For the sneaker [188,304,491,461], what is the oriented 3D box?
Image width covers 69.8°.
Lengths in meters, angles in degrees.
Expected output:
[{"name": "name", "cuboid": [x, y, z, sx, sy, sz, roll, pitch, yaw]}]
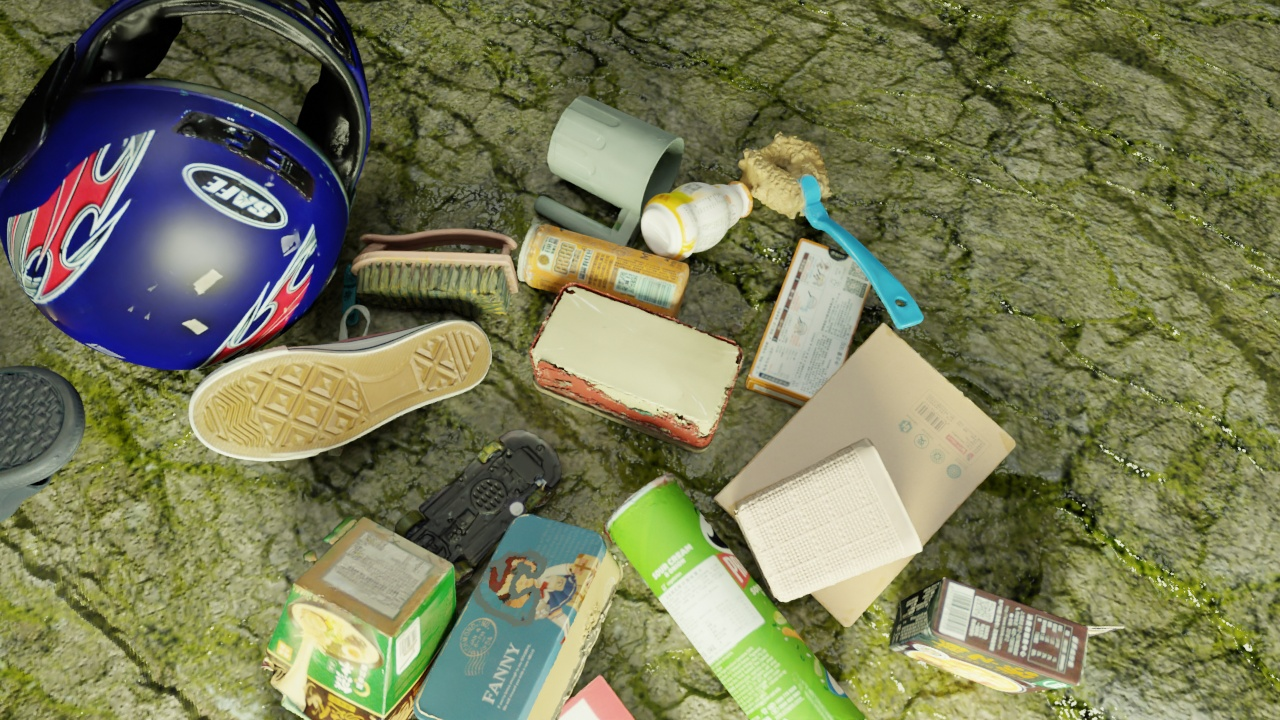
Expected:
[{"name": "sneaker", "cuboid": [-0.245, 0.018, 0.758, 0.240, 0.088, 0.118, -18, 100, -30]}]

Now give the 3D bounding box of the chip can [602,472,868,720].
[{"name": "chip can", "cuboid": [0.068, 0.198, 0.695, 0.072, 0.072, 0.236, -35, 72, -15]}]

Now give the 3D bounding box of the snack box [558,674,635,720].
[{"name": "snack box", "cuboid": [-0.043, 0.312, 0.657, 0.127, 0.044, 0.113, -37, 71, -14]}]

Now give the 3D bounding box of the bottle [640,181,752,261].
[{"name": "bottle", "cuboid": [0.054, -0.133, 0.841, 0.108, 0.063, 0.063, -27, 68, -32]}]

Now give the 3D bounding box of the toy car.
[{"name": "toy car", "cuboid": [-0.130, 0.123, 0.739, 0.158, 0.042, 0.070, -42, 74, -16]}]

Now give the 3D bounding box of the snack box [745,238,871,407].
[{"name": "snack box", "cuboid": [0.154, -0.033, 0.822, 0.075, 0.026, 0.153, 20, 68, 8]}]

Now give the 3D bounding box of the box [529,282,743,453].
[{"name": "box", "cuboid": [-0.004, 0.004, 0.773, 0.168, 0.080, 0.091, 21, 67, 8]}]

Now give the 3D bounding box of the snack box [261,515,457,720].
[{"name": "snack box", "cuboid": [-0.190, 0.186, 0.650, 0.117, 0.106, 0.118, 25, 35, 9]}]

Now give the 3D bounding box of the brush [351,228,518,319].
[{"name": "brush", "cuboid": [-0.184, -0.081, 0.817, 0.145, 0.063, 0.073, 3, 70, 2]}]

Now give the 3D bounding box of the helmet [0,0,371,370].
[{"name": "helmet", "cuboid": [-0.338, -0.133, 0.707, 0.316, 0.247, 0.240, -44, 44, 23]}]

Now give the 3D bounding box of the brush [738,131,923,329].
[{"name": "brush", "cuboid": [0.171, -0.121, 0.825, 0.083, 0.046, 0.254, -18, 52, -17]}]

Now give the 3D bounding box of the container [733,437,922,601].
[{"name": "container", "cuboid": [0.136, 0.123, 0.696, 0.111, 0.090, 0.090, -24, 80, 0]}]

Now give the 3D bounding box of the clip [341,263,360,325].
[{"name": "clip", "cuboid": [-0.260, -0.060, 0.828, 0.014, 0.043, 0.056, -1, 63, -3]}]

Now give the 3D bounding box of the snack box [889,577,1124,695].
[{"name": "snack box", "cuboid": [0.262, 0.204, 0.674, 0.126, 0.113, 0.053, 19, 68, 7]}]

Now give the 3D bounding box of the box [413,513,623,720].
[{"name": "box", "cuboid": [-0.088, 0.206, 0.670, 0.090, 0.059, 0.183, 7, 52, 27]}]

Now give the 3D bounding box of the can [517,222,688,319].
[{"name": "can", "cuboid": [-0.032, -0.077, 0.819, 0.146, 0.058, 0.058, 17, 67, 6]}]

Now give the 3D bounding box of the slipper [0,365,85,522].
[{"name": "slipper", "cuboid": [-0.543, 0.079, 0.737, 0.268, 0.083, 0.110, -12, 58, 13]}]

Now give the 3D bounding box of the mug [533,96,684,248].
[{"name": "mug", "cuboid": [-0.032, -0.172, 0.857, 0.103, 0.083, 0.124, 29, 94, 12]}]

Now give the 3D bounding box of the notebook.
[{"name": "notebook", "cuboid": [0.184, 0.090, 0.750, 0.148, 0.008, 0.207, 44, 83, 8]}]
